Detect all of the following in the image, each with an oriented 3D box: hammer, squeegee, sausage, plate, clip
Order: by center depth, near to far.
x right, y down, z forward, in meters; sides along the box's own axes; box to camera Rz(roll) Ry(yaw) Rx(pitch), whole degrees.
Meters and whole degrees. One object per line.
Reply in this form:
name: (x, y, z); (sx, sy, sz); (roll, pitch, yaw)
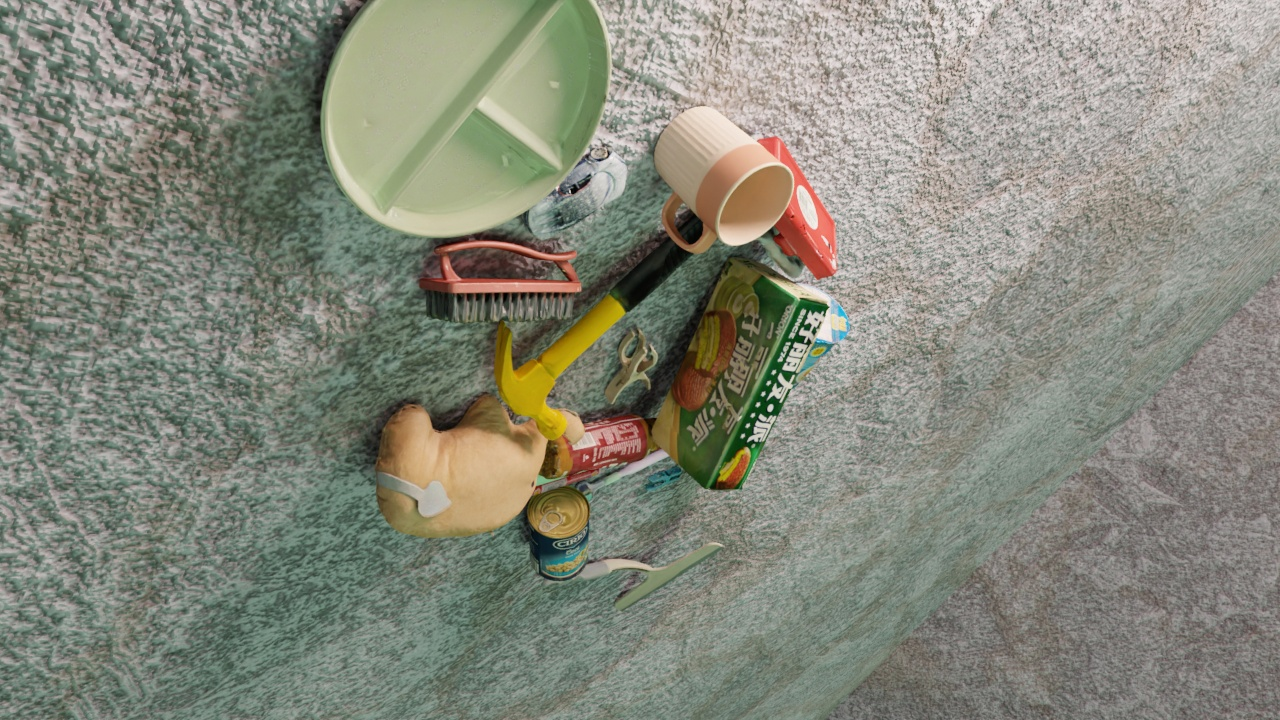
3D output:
plate: (-0.124, -0.191, 0.676); (0.229, 0.027, 0.231); (-26, 144, -21)
hammer: (-0.021, -0.058, 0.903); (0.300, 0.033, 0.129); (-42, 126, -4)
clip: (-0.010, 0.008, 1.019); (0.064, 0.034, 0.098); (-20, 151, -28)
sausage: (-0.102, 0.144, 1.100); (0.155, 0.020, 0.020); (-13, 139, -33)
clip: (0.032, 0.161, 1.255); (0.056, 0.014, 0.041); (-16, 141, -29)
squeegee: (-0.047, 0.307, 1.330); (0.246, 0.039, 0.247); (9, 141, -42)

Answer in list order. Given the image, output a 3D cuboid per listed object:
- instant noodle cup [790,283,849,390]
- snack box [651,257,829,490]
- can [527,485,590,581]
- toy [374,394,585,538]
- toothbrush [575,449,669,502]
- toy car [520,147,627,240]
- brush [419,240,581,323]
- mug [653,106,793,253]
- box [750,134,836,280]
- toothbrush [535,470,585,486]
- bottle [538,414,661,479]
instant noodle cup: (0.185, -0.023, 1.121); (0.099, 0.099, 0.110); (-14, 147, -33)
snack box: (0.106, 0.016, 1.019); (0.063, 0.114, 0.240); (8, 114, -41)
can: (-0.101, 0.215, 1.135); (0.075, 0.075, 0.111); (-23, 144, -23)
toy: (-0.159, 0.107, 0.926); (0.225, 0.083, 0.143); (-6, 106, -39)
toothbrush: (0.002, 0.134, 1.189); (0.188, 0.029, 0.021); (-24, -176, -24)
toy car: (-0.055, -0.143, 0.796); (0.105, 0.031, 0.049); (-34, 147, -9)
brush: (-0.114, -0.069, 0.801); (0.145, 0.063, 0.069); (-3, 100, -38)
mug: (0.064, -0.155, 0.826); (0.081, 0.106, 0.115); (11, 122, -50)
box: (0.144, -0.154, 0.946); (0.068, 0.090, 0.201); (-8, 159, 27)
toothbrush: (-0.134, 0.136, 1.053); (0.224, 0.027, 0.026); (-14, 106, -34)
bottle: (-0.042, 0.097, 1.066); (0.174, 0.057, 0.058); (-6, 135, -39)
